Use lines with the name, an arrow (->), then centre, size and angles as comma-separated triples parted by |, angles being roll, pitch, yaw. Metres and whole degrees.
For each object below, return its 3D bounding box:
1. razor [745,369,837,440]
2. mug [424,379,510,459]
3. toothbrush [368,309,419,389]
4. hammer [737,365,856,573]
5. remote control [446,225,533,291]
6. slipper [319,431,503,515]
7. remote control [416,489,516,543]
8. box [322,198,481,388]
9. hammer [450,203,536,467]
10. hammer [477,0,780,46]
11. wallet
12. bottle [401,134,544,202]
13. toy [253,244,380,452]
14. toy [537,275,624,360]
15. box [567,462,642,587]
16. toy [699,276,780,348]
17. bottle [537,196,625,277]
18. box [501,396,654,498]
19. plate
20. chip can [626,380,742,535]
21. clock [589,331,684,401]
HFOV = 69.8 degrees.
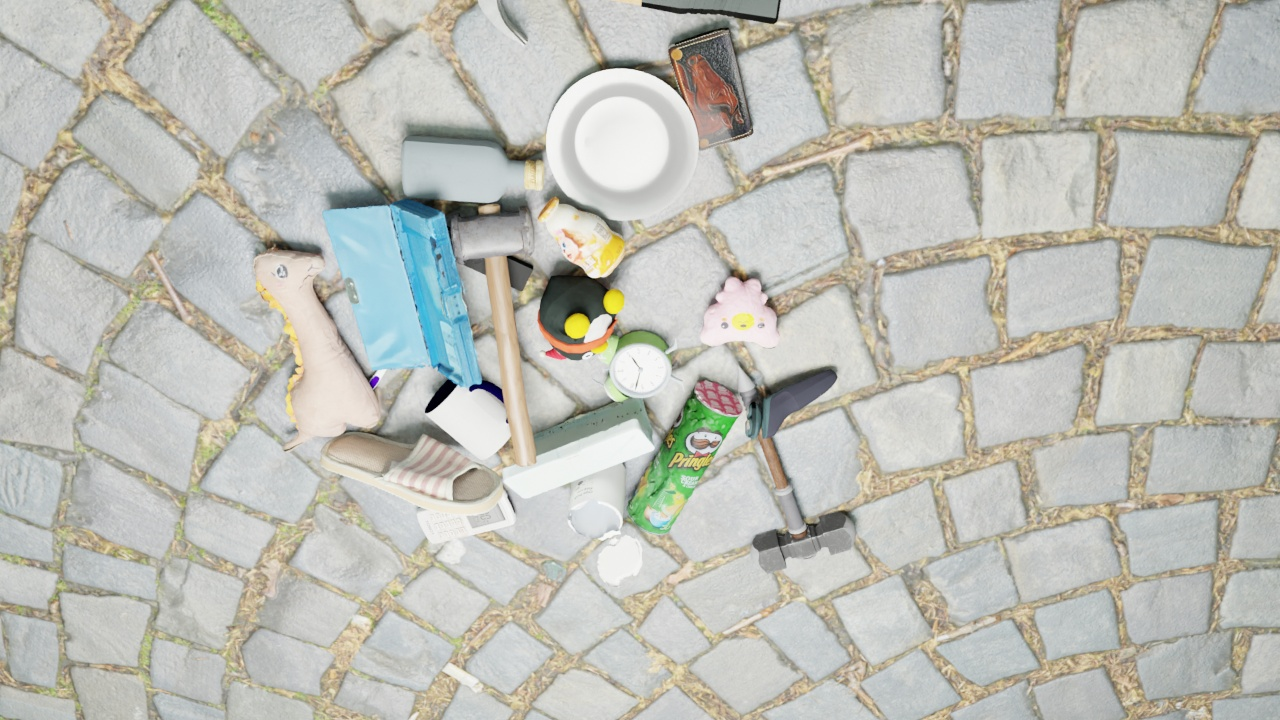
razor -> 0.197, 0.056, 1.201 | 0.142, 0.047, 0.052 | -29, 82, -7
mug -> -0.210, 0.065, 1.197 | 0.097, 0.078, 0.112 | 44, 133, -19
toothbrush -> -0.323, -0.011, 1.203 | 0.016, 0.015, 0.187 | 33, 113, -15
hammer -> 0.186, 0.147, 1.268 | 0.156, 0.043, 0.322 | -18, 113, 10
remote control -> -0.208, -0.133, 1.139 | 0.150, 0.013, 0.034 | 25, 115, -12
slipper -> -0.303, 0.136, 1.199 | 0.263, 0.114, 0.052 | 14, 117, 19
remote control -> -0.249, 0.222, 1.316 | 0.138, 0.025, 0.060 | -15, 116, 8
box -> -0.280, -0.084, 1.126 | 0.173, 0.066, 0.232 | 9, 125, 24
hammer -> -0.165, -0.026, 1.127 | 0.098, 0.052, 0.328 | -7, 103, -4
hammer -> -0.014, -0.399, 0.988 | 0.328, 0.039, 0.131 | 4, 118, -2
wallet -> 0.081, -0.307, 1.043 | 0.072, 0.019, 0.123 | -14, 116, 12
bottle -> -0.194, -0.222, 1.075 | 0.161, 0.046, 0.072 | 4, 117, -1
toy -> -0.441, -0.011, 1.179 | 0.196, 0.065, 0.264 | -22, 112, 11
toy -> -0.079, -0.046, 1.140 | 0.100, 0.097, 0.119 | 39, 149, 27
box -> -0.047, 0.212, 1.238 | 0.085, 0.159, 0.118 | -23, 122, 19
toy -> 0.128, -0.058, 1.154 | 0.102, 0.050, 0.093 | 3, 112, -5
bottle -> -0.072, -0.150, 1.101 | 0.108, 0.063, 0.063 | 38, 111, -16
box -> -0.084, 0.107, 1.224 | 0.199, 0.096, 0.086 | -20, 141, 12
plate -> -0.021, -0.250, 1.072 | 0.178, 0.012, 0.179 | 2, 119, 4
chip can -> 0.055, 0.136, 1.242 | 0.075, 0.075, 0.224 | 23, 116, -11
clock -> -0.007, 0.007, 1.193 | 0.119, 0.042, 0.094 | -7, 116, 4
